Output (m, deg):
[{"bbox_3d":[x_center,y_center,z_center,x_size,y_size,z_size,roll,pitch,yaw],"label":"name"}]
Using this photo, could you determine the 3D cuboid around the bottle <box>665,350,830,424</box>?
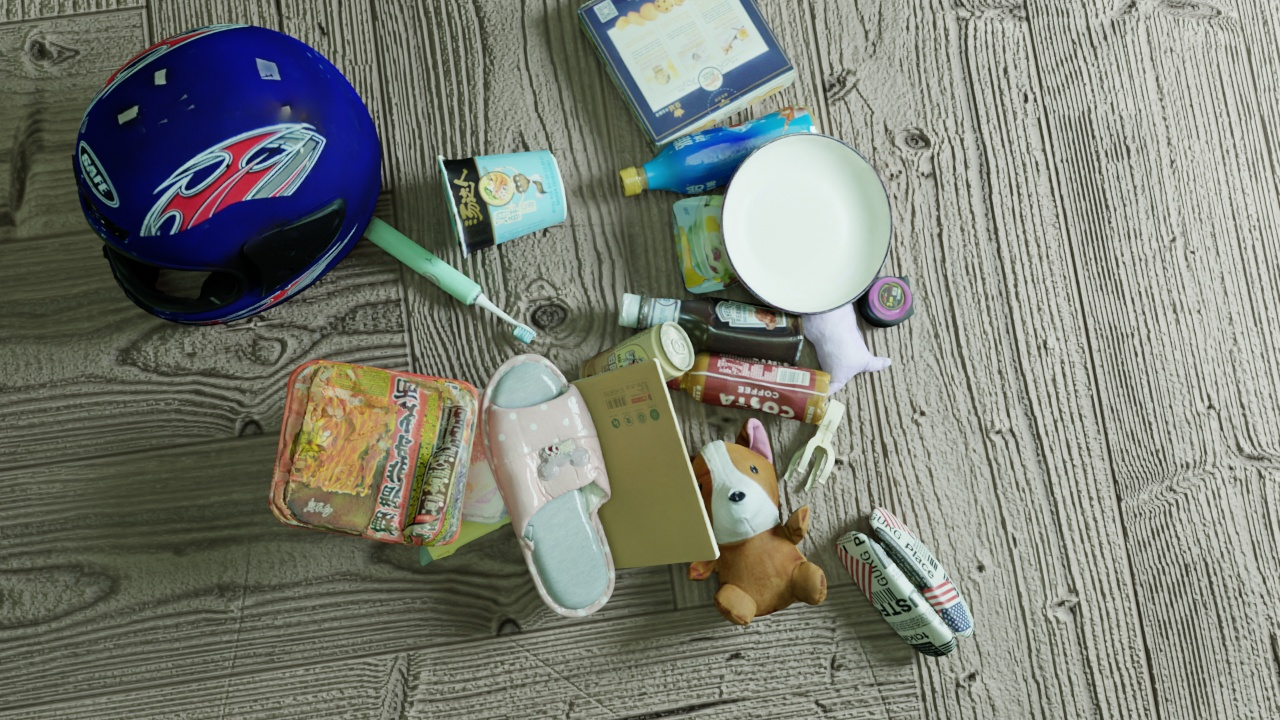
[{"bbox_3d":[0.111,0.025,0.982,0.175,0.057,0.057,11,84,8],"label":"bottle"}]

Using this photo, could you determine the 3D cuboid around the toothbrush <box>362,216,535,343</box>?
[{"bbox_3d":[-0.209,-0.087,1.007,0.224,0.027,0.027,34,59,1],"label":"toothbrush"}]

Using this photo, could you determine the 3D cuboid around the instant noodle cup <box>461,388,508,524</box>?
[{"bbox_3d":[-0.211,0.094,0.972,0.173,0.060,0.138,9,84,1],"label":"instant noodle cup"}]

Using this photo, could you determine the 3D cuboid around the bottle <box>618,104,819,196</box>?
[{"bbox_3d":[0.085,-0.223,1.008,0.218,0.065,0.065,-16,85,-2],"label":"bottle"}]

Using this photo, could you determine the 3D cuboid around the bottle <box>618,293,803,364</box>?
[{"bbox_3d":[0.075,-0.040,0.985,0.195,0.079,0.044,9,122,1],"label":"bottle"}]

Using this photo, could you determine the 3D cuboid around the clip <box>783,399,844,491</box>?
[{"bbox_3d":[0.193,0.092,0.981,0.035,0.094,0.102,29,95,1],"label":"clip"}]

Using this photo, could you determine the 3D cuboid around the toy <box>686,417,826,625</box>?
[{"bbox_3d":[0.104,0.168,0.948,0.140,0.130,0.199,-17,76,-2],"label":"toy"}]

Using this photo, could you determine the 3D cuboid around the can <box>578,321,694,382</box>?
[{"bbox_3d":[-0.006,0.006,0.960,0.117,0.058,0.058,-26,85,33],"label":"can"}]

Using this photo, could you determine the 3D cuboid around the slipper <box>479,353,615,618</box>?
[{"bbox_3d":[-0.088,0.127,0.927,0.114,0.054,0.274,-14,90,-21],"label":"slipper"}]

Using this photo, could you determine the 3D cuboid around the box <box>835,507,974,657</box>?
[{"bbox_3d":[0.290,0.231,0.979,0.087,0.076,0.162,-35,83,-29],"label":"box"}]

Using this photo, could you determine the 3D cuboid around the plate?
[{"bbox_3d":[0.173,-0.144,0.981,0.192,0.039,0.192,0,92,-11],"label":"plate"}]

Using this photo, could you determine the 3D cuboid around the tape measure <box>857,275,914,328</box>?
[{"bbox_3d":[0.269,-0.064,1.011,0.058,0.039,0.057,-9,85,-7],"label":"tape measure"}]

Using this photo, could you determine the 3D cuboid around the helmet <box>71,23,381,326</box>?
[{"bbox_3d":[-0.414,-0.181,0.893,0.315,0.240,0.247,-37,76,-3],"label":"helmet"}]

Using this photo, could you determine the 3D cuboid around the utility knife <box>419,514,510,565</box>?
[{"bbox_3d":[-0.147,0.166,0.987,0.205,0.021,0.031,-25,90,3],"label":"utility knife"}]

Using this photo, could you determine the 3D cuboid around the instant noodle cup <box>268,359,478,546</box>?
[{"bbox_3d":[-0.257,0.091,0.902,0.189,0.079,0.164,9,84,-2],"label":"instant noodle cup"}]

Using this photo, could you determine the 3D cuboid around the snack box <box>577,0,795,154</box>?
[{"bbox_3d":[0.050,-0.352,1.029,0.178,0.046,0.182,-29,86,-4],"label":"snack box"}]

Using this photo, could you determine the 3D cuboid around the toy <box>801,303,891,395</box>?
[{"bbox_3d":[0.218,-0.025,1.005,0.084,0.039,0.108,-23,84,-4],"label":"toy"}]

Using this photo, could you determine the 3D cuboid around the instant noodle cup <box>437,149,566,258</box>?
[{"bbox_3d":[-0.146,-0.176,0.981,0.120,0.111,0.111,-15,85,-11],"label":"instant noodle cup"}]

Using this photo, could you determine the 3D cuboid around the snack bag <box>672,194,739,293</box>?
[{"bbox_3d":[0.135,-0.137,1.016,0.191,0.039,0.110,-9,81,-5],"label":"snack bag"}]

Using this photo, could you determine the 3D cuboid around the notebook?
[{"bbox_3d":[-0.009,0.112,0.943,0.148,0.008,0.207,-16,93,39],"label":"notebook"}]
